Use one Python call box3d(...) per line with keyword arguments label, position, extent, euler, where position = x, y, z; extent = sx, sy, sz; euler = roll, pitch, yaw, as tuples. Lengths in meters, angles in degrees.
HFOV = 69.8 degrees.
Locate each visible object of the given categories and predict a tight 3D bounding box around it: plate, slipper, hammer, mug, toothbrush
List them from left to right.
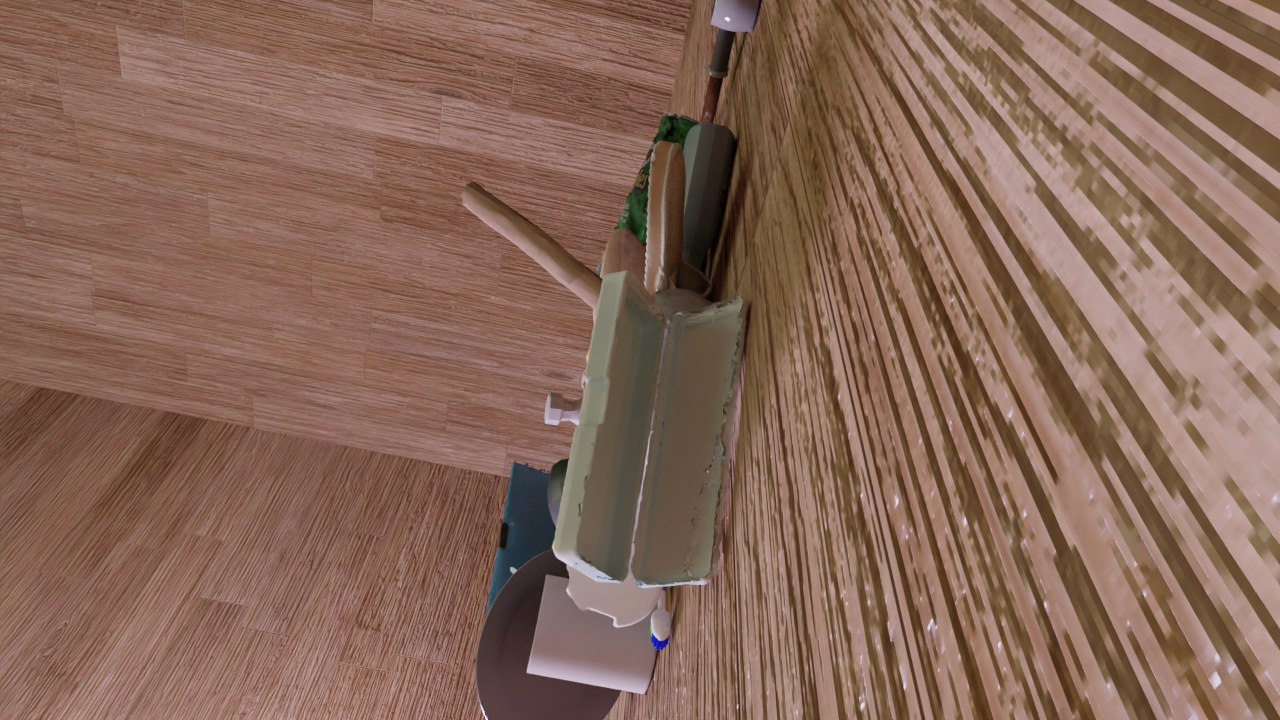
box3d(label="plate", position=(-0.073, 0.253, 0.812), extent=(0.012, 0.178, 0.178), euler=(-1, 74, 47))
box3d(label="hammer", position=(-0.055, -0.072, 0.778), extent=(0.052, 0.328, 0.098), euler=(-20, -43, -39))
box3d(label="mug", position=(-0.037, 0.217, 0.767), extent=(0.111, 0.097, 0.079), euler=(-87, 9, -67))
box3d(label="hammer", position=(-0.036, 0.128, 1.062), extent=(0.327, 0.131, 0.039), euler=(-109, 29, -64))
box3d(label="toothbrush", position=(0.017, 0.167, 0.739), extent=(0.186, 0.015, 0.016), euler=(-86, 3, -68))
box3d(label="slipper", position=(0.034, -0.057, 0.800), extent=(0.114, 0.052, 0.263), euler=(-57, -32, -71))
box3d(label="hammer", position=(0.081, -0.298, 1.055), extent=(0.155, 0.043, 0.323), euler=(-82, 3, -46))

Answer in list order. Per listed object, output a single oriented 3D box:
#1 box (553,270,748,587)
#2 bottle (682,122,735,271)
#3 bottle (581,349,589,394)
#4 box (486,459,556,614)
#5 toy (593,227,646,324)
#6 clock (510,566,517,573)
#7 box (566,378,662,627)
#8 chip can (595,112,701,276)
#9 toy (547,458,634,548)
box3d(label="box", position=(0.019, 0.042, 0.582), extent=(0.086, 0.096, 0.198), euler=(49, -136, -54))
box3d(label="bottle", position=(0.054, -0.142, 0.889), extent=(0.072, 0.046, 0.161), euler=(127, 154, -82))
box3d(label="bottle", position=(-0.038, 0.031, 1.069), extent=(0.063, 0.063, 0.108), euler=(106, 174, -56))
box3d(label="box", position=(-0.075, 0.218, 1.001), extent=(0.066, 0.173, 0.231), euler=(-37, 29, 24))
box3d(label="toy", position=(-0.005, 0.005, 0.874), extent=(0.196, 0.065, 0.263), euler=(50, -145, -57))
box3d(label="clock", position=(-0.059, 0.225, 0.898), extent=(0.094, 0.119, 0.042), euler=(22, 107, 47))
box3d(label="box", position=(-0.005, 0.103, 0.675), extent=(0.118, 0.084, 0.160), euler=(-78, 0, -55))
box3d(label="chip can", position=(0.013, -0.157, 1.012), extent=(0.075, 0.075, 0.223), euler=(-143, 77, -86))
box3d(label="toy", position=(-0.028, 0.126, 0.868), extent=(0.097, 0.119, 0.099), euler=(17, -128, -69))
